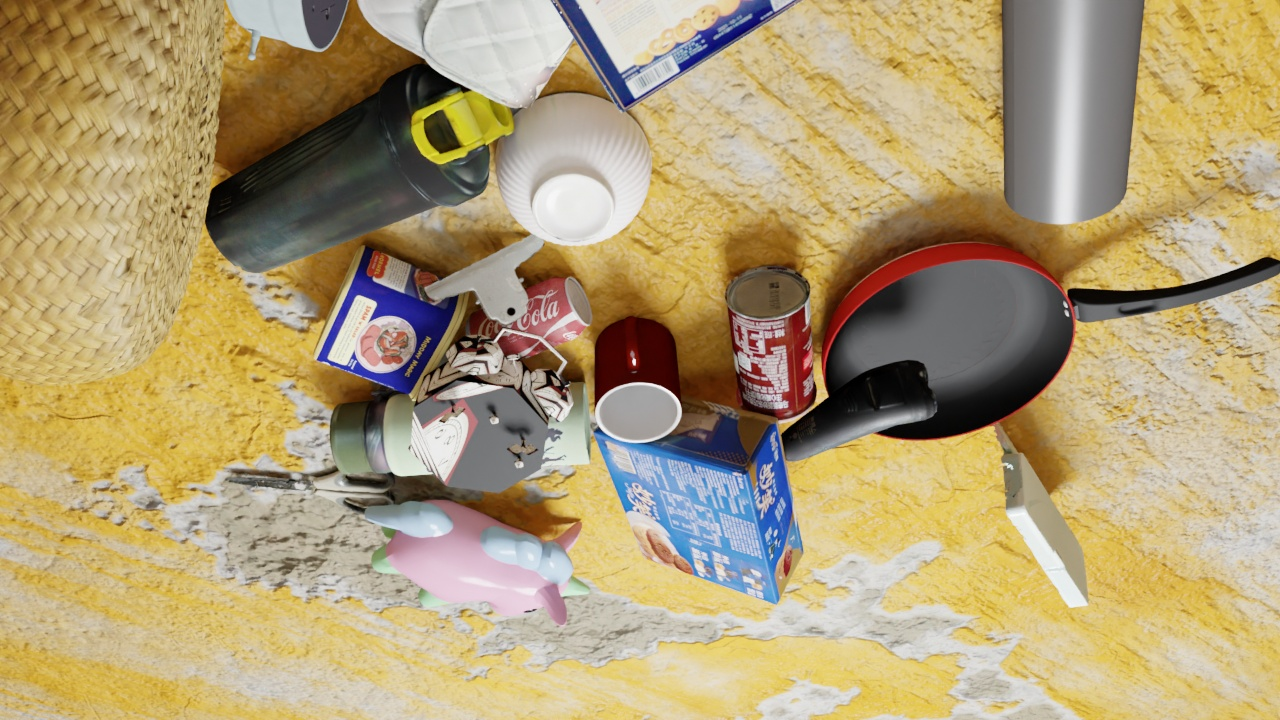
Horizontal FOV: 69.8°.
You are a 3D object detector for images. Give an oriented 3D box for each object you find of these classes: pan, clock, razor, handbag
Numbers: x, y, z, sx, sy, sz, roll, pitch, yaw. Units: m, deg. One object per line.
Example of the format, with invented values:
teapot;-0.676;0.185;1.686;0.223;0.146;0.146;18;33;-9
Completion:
pan;0.327;-0.035;0.769;0.357;0.067;0.209;-19;131;15
clock;-0.192;-0.253;0.512;0.045;0.122;0.160;10;118;-7
clock;-0.119;0.041;0.739;0.114;0.065;0.155;28;117;-18
razor;0.186;0.051;0.793;0.067;0.053;0.152;18;141;-38
handbag;-0.077;-0.255;0.545;0.138;0.072;0.195;23;128;-25

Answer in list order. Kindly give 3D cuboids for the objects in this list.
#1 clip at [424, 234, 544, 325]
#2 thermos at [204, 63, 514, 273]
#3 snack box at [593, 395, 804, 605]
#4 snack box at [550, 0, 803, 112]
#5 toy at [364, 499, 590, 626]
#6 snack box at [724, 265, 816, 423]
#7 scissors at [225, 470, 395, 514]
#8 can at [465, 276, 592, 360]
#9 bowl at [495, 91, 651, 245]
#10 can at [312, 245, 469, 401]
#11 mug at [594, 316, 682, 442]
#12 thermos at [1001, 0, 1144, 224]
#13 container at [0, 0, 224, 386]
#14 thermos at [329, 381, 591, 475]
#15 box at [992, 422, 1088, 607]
clip;-0.110;-0.056;0.712;0.101;0.058;0.050;-29;173;-11
thermos;-0.200;-0.130;0.645;0.221;0.098;0.098;-18;131;19
snack box;0.060;0.127;0.864;0.155;0.069;0.203;12;140;30
snack box;0.016;-0.232;0.522;0.144;0.042;0.145;-29;150;9
toy;-0.168;0.199;0.946;0.171;0.119;0.222;-19;132;27
snack box;0.112;-0.013;0.780;0.072;0.072;0.121;-8;132;5
scissors;-0.329;0.118;0.923;0.171;0.012;0.121;29;122;-24
can;-0.093;-0.032;0.764;0.097;0.054;0.054;-21;130;17
bowl;-0.049;-0.128;0.671;0.118;0.062;0.118;-1;133;-2
can;-0.208;-0.031;0.760;0.092;0.056;0.117;23;128;-20
mug;-0.005;0.005;0.782;0.073;0.082;0.106;-5;133;2
thermos;0.279;-0.210;0.596;0.082;0.082;0.241;-13;132;9
container;-0.341;-0.141;0.492;0.196;0.306;0.308;7;133;-20
thermos;-0.163;0.060;0.836;0.231;0.082;0.082;-4;133;2
box;0.384;0.140;0.888;0.041;0.134;0.197;-19;132;29
